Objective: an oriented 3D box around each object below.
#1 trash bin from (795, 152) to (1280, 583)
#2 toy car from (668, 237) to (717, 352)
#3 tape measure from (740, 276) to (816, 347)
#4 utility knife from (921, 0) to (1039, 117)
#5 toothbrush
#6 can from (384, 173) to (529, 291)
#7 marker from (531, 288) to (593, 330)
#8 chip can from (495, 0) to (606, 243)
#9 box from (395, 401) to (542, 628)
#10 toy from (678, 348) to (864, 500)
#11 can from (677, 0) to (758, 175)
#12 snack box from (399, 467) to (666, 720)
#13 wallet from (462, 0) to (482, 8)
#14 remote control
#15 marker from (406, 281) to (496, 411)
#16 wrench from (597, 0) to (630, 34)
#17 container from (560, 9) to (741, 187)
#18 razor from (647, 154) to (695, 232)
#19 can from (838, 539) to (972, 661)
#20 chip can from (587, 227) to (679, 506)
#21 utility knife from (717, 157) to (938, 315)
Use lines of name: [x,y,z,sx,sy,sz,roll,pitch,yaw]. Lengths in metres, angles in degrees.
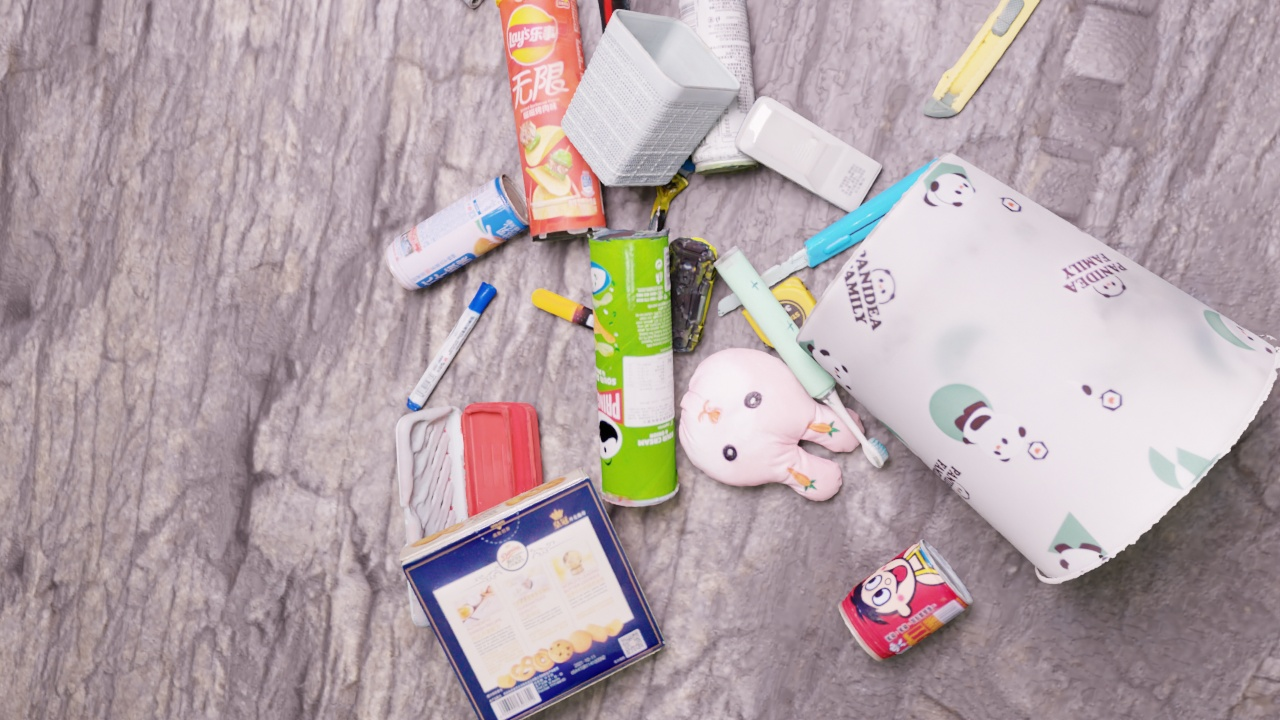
trash bin: [0.270,-0.005,0.680,0.252,0.229,0.230,40,103,12]
toy car: [0.040,-0.058,0.816,0.048,0.032,0.105,18,111,17]
tape measure: [0.127,-0.039,0.799,0.060,0.028,0.057,-36,89,21]
utility knife: [0.299,-0.283,0.743,0.031,0.021,0.201,34,98,1]
toothbrush: [0.137,-0.001,0.773,0.224,0.027,0.027,54,144,1]
can: [-0.168,-0.116,0.845,0.135,0.053,0.053,-27,89,14]
marker: [-0.043,-0.037,0.847,0.124,0.015,0.018,23,102,7]
chip can: [-0.076,-0.215,0.805,0.073,0.073,0.216,-7,95,13]
box: [-0.155,0.142,0.847,0.110,0.100,0.201,-1,97,23]
toy: [0.113,0.059,0.804,0.159,0.054,0.121,21,101,2]
can: [0.067,-0.234,0.776,0.058,0.058,0.147,-5,95,13]
snack box: [-0.095,0.214,0.824,0.178,0.046,0.182,-24,101,-7]
wallet: [-0.167,-0.402,0.823,0.129,0.037,0.107,44,104,5]
remote control: [0.139,-0.169,0.759,0.125,0.024,0.049,23,104,-23]
marker: [-0.182,-0.012,0.880,0.017,0.017,0.146,37,103,7]
wrench: [-0.021,-0.334,0.808,0.056,0.016,0.273,-1,95,13]
container: [0.004,-0.204,0.740,0.090,0.090,0.112,54,131,21]
razor: [0.016,-0.122,0.820,0.042,0.022,0.143,11,101,-25]
can: [0.225,0.206,0.784,0.094,0.066,0.066,-41,86,14]
chip can: [-0.005,0.005,0.795,0.072,0.072,0.236,1,105,13]
utility knife: [0.164,-0.102,0.785,0.235,0.034,0.018,-31,45,16]
